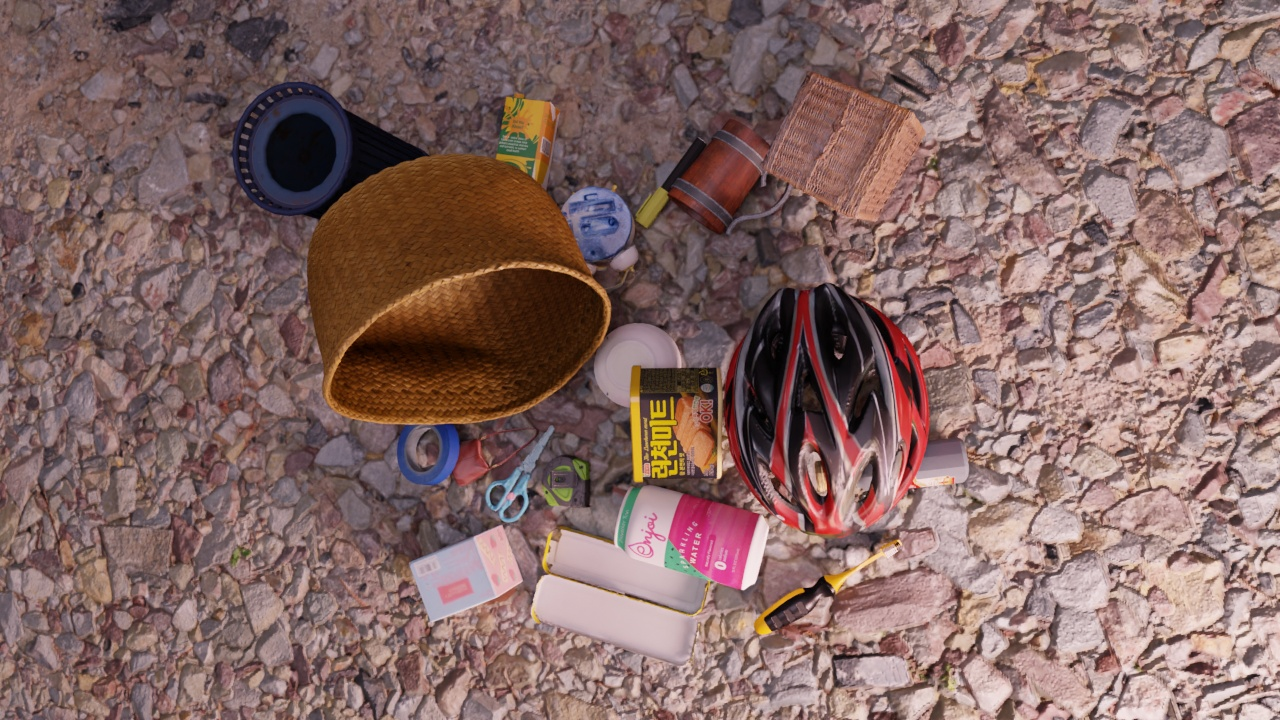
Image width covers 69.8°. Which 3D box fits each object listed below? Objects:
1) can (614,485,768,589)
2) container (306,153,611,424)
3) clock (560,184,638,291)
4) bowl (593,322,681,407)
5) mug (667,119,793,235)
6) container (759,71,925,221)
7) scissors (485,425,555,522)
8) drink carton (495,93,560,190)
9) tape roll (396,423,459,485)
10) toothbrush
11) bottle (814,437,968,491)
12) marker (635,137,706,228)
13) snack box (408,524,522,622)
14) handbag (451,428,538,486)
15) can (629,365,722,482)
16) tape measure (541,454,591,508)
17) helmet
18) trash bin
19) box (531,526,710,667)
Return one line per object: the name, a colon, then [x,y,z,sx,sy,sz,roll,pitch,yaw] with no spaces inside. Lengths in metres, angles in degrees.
can: [0.059,0.202,1.063,0.166,0.088,0.088,13,92,12]
container: [-0.206,-0.079,1.010,0.307,0.307,0.196,-27,64,11]
clock: [-0.049,-0.145,1.099,0.089,0.052,0.125,-7,89,10]
bowl: [-0.007,0.006,1.099,0.105,0.054,0.105,0,91,13]
mug: [0.110,-0.204,1.068,0.117,0.081,0.111,36,93,-7]
container: [0.220,-0.224,0.977,0.113,0.198,0.114,32,107,15]
scissors: [-0.146,0.138,1.152,0.056,0.015,0.137,33,90,9]
drink carton: [-0.142,-0.265,1.138,0.058,0.041,0.122,10,92,13]
tape roll: [-0.268,0.112,1.156,0.091,0.016,0.093,-51,58,15]
toothbrush: [0.215,0.261,1.059,0.197,0.030,0.031,-33,103,6]
bottle: [0.277,0.120,1.023,0.161,0.072,0.046,-8,70,12]
marker: [0.036,-0.216,1.109,0.021,0.017,0.124,38,96,10]
snack box: [-0.211,0.259,1.120,0.093,0.094,0.079,-23,85,11]
handbag: [-0.183,0.111,1.154,0.120,0.029,0.055,-24,79,6]
can: [0.042,0.073,1.049,0.101,0.072,0.131,-1,123,3]
tape measure: [-0.092,0.149,1.124,0.059,0.035,0.065,-4,89,13]
helmet: [0.192,0.049,0.976,0.218,0.167,0.271,-8,70,20]
trash bin: [-0.337,-0.219,1.075,0.139,0.249,0.139,0,89,12]
box: [-0.025,0.286,1.117,0.210,0.023,0.127,13,96,12]
